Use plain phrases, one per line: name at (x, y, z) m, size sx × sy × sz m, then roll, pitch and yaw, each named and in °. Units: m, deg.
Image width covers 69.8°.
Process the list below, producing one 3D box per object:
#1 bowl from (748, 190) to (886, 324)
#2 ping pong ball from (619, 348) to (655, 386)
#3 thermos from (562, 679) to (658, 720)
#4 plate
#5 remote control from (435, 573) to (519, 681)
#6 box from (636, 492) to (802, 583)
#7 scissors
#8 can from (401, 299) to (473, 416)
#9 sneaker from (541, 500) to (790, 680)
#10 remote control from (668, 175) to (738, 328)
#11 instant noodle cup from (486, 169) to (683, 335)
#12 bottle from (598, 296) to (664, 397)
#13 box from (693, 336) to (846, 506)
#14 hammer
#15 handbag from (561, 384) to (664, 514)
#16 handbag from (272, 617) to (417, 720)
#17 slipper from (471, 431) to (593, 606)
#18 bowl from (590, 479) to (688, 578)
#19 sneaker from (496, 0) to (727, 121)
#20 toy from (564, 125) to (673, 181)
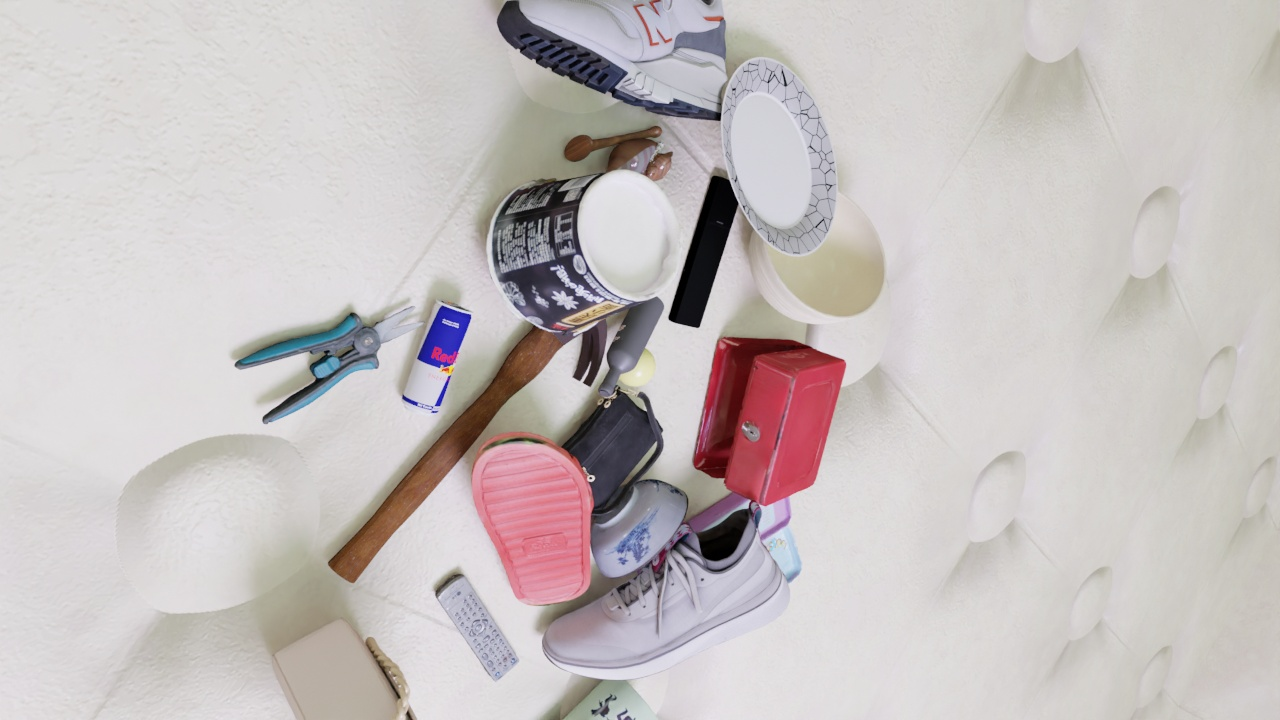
bowl at (0.170, -0.100, 0.942) m, size 0.150 × 0.075 × 0.150 m, roll 9°, pitch 69°, yaw -24°
ping pong ball at (-0.005, 0.005, 0.886) m, size 0.040 × 0.040 × 0.040 m, roll -14°, pitch 114°, yaw -33°
thermos at (-0.090, 0.430, 0.955) m, size 0.231 × 0.082 × 0.082 m, roll -39°, pitch 126°, yaw -19°
plate at (0.129, -0.191, 0.871) m, size 0.188 × 0.016 × 0.188 m, roll 9°, pitch 77°, yaw -46°
remote control at (-0.156, 0.257, 0.880) m, size 0.033 × 0.013 × 0.136 m, roll -37°, pitch 125°, yaw -21°
box at (0.096, 0.235, 1.051) m, size 0.213 × 0.035 × 0.151 m, roll -26°, pitch 113°, yaw -28°
scissors at (-0.243, -0.001, 0.717) m, size 0.123 × 0.019 × 0.148 m, roll 31°, pitch 81°, yaw -36°
can at (-0.170, -0.002, 0.763) m, size 0.032 × 0.032 × 0.095 m, roll 17°, pitch 96°, yaw -40°
sneaker at (0.022, 0.230, 0.926) m, size 0.263 × 0.096 × 0.129 m, roll -17°, pitch 113°, yaw -10°
remote control at (0.065, -0.107, 0.916) m, size 0.034 × 0.013 × 0.150 m, roll 10°, pitch 101°, yaw -39°
instant noodle cup at (-0.040, -0.092, 0.752) m, size 0.137 × 0.112 × 0.137 m, roll 5°, pitch 83°, yaw -39°
bottle at (-0.012, -0.013, 0.854) m, size 0.030 × 0.030 × 0.112 m, roll 54°, pitch 49°, yaw -37°
box at (0.147, 0.062, 0.981) m, size 0.133 × 0.110 × 0.157 m, roll -3°, pitch 108°, yaw -42°
hammer at (-0.149, 0.059, 0.804) m, size 0.322 × 0.033 × 0.115 m, roll -50°, pitch 127°, yaw -11°
handbag at (-0.033, 0.084, 0.886) m, size 0.128 × 0.054 × 0.079 m, roll -50°, pitch 125°, yaw -9°
handbag at (-0.222, 0.319, 0.726) m, size 0.103 × 0.209 × 0.211 m, roll -26°, pitch 119°, yaw -27°
slipper at (-0.093, 0.139, 0.837) m, size 0.103 × 0.059 × 0.249 m, roll -11°, pitch 136°, yaw -4°
bowl at (-0.011, 0.155, 0.902) m, size 0.114 × 0.114 × 0.045 m, roll -47°, pitch 107°, yaw -14°
sneaker at (-0.008, -0.287, 0.757) m, size 0.239 × 0.089 × 0.124 m, roll 11°, pitch 95°, yaw -48°
toy at (-0.013, -0.179, 0.814) m, size 0.101 × 0.042 × 0.055 m, roll -23°, pitch 97°, yaw -38°
